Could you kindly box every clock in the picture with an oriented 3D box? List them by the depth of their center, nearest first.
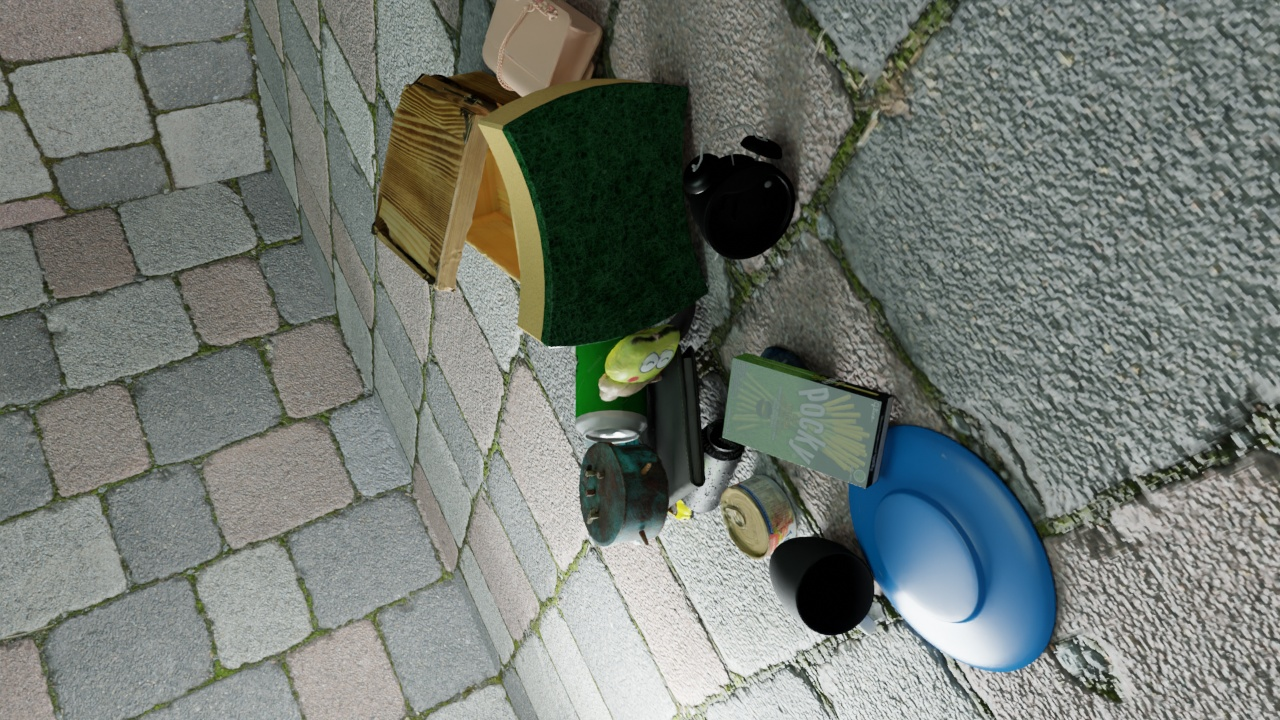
[{"bbox_3d":[0.086,-0.148,0.805,0.042,0.091,0.121,-125,13,-50],"label":"clock"},{"bbox_3d":[-0.035,0.155,1.092,0.158,0.073,0.121,7,96,61],"label":"clock"}]

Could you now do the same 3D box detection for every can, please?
[{"bbox_3d":[0.129,0.172,1.010,0.086,0.043,0.086,43,144,43],"label":"can"},{"bbox_3d":[0.082,0.123,1.055,0.054,0.053,0.138,55,151,28],"label":"can"},{"bbox_3d":[-0.036,0.026,1.130,0.088,0.087,0.139,135,137,-63],"label":"can"}]

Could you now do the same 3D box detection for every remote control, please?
[{"bbox_3d":[0.037,-0.031,1.056,0.125,0.009,0.046,136,152,-63],"label":"remote control"}]

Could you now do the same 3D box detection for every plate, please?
[{"bbox_3d":[0.250,0.165,0.785,0.224,0.024,0.225,44,145,43],"label":"plate"}]

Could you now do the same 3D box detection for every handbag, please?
[{"bbox_3d":[-0.165,-0.368,1.020,0.198,0.186,0.117,47,119,37],"label":"handbag"}]

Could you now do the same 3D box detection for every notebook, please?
[{"bbox_3d":[0.034,0.085,1.085,0.209,0.029,0.169,131,137,-67],"label":"notebook"}]

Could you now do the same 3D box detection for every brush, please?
[{"bbox_3d":[-0.041,-0.151,0.930,0.075,0.194,0.250,31,135,53],"label":"brush"}]

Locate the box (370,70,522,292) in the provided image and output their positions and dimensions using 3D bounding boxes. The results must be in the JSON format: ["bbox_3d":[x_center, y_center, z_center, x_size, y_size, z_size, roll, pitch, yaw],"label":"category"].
[{"bbox_3d":[-0.242,-0.255,1.240,0.279,0.220,0.259,39,139,50],"label":"box"}]

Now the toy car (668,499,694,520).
[{"bbox_3d":[0.036,0.177,1.217,0.107,0.030,0.049,27,131,54],"label":"toy car"}]

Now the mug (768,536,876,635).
[{"bbox_3d":[0.183,0.228,0.918,0.119,0.085,0.100,43,173,-14],"label":"mug"}]

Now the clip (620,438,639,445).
[{"bbox_3d":[-0.007,0.138,1.160,0.119,0.033,0.121,-143,49,-78],"label":"clip"}]

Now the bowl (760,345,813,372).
[{"bbox_3d":[0.131,0.046,0.899,0.110,0.055,0.110,45,146,42],"label":"bowl"}]

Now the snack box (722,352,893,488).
[{"bbox_3d":[0.147,0.051,0.825,0.148,0.025,0.080,18,111,34],"label":"snack box"}]

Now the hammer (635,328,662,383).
[{"bbox_3d":[-0.030,-0.132,1.065,0.098,0.052,0.328,-15,90,65],"label":"hammer"}]

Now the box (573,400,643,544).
[{"bbox_3d":[-0.031,0.144,1.283,0.186,0.084,0.210,167,84,-75],"label":"box"}]

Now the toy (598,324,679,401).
[{"bbox_3d":[-0.006,0.006,1.004,0.046,0.091,0.115,53,136,19],"label":"toy"}]
